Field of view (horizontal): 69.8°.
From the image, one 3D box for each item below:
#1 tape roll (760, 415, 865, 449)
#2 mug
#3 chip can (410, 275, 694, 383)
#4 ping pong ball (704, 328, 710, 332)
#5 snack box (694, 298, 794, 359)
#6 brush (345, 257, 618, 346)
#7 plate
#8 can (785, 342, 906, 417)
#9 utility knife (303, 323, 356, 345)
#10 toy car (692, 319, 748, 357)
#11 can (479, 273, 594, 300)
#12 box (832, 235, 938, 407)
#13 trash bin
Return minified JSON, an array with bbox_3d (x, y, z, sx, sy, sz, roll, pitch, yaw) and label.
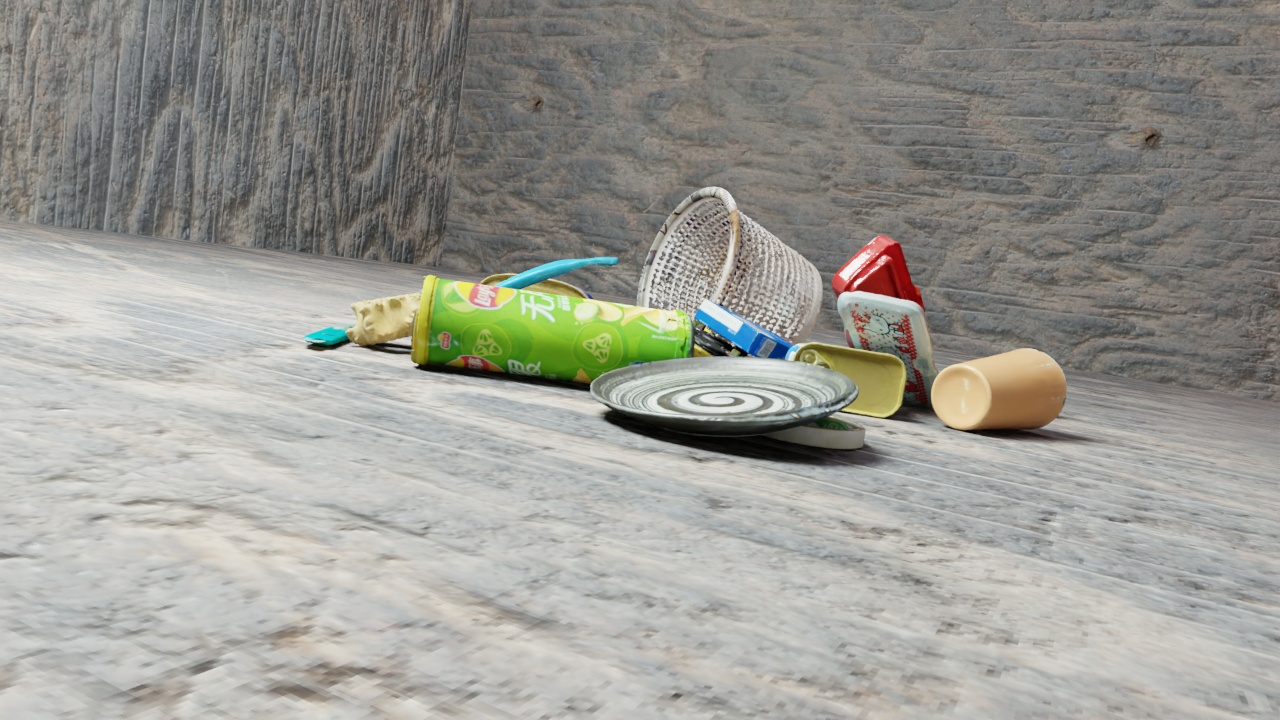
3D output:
[{"bbox_3d":[0.115,0.046,0.646,0.086,0.014,0.085,9,5,-1],"label":"tape roll"},{"bbox_3d":[0.325,0.029,0.845,0.122,0.078,0.078,-2,11,-40],"label":"mug"},{"bbox_3d":[-0.067,-0.018,0.736,0.221,0.072,0.072,7,6,-9],"label":"chip can"},{"bbox_3d":[0.072,-0.021,1.134,0.040,0.040,0.040,8,6,-1],"label":"ping pong ball"},{"bbox_3d":[0.134,-0.017,0.986,0.157,0.026,0.084,21,12,-48],"label":"snack box"},{"bbox_3d":[-0.140,-0.061,0.830,0.254,0.046,0.083,-18,7,-18],"label":"brush"},{"bbox_3d":[0.056,0.025,0.621,0.179,0.024,0.179,-2,11,0],"label":"plate"},{"bbox_3d":[0.186,0.016,0.854,0.102,0.057,0.083,9,3,2],"label":"can"},{"bbox_3d":[-0.265,-0.024,0.799,0.029,0.013,0.164,6,6,-7],"label":"utility knife"},{"bbox_3d":[0.071,-0.010,0.964,0.071,0.041,0.155,31,6,8],"label":"toy car"},{"bbox_3d":[-0.127,-0.066,1.126,0.148,0.074,0.049,9,3,8],"label":"can"},{"bbox_3d":[0.258,-0.021,0.907,0.098,0.095,0.201,46,-3,37],"label":"box"},{"bbox_3d":[0.133,-0.098,1.261,0.192,0.227,0.228,19,0,-28],"label":"trash bin"}]
